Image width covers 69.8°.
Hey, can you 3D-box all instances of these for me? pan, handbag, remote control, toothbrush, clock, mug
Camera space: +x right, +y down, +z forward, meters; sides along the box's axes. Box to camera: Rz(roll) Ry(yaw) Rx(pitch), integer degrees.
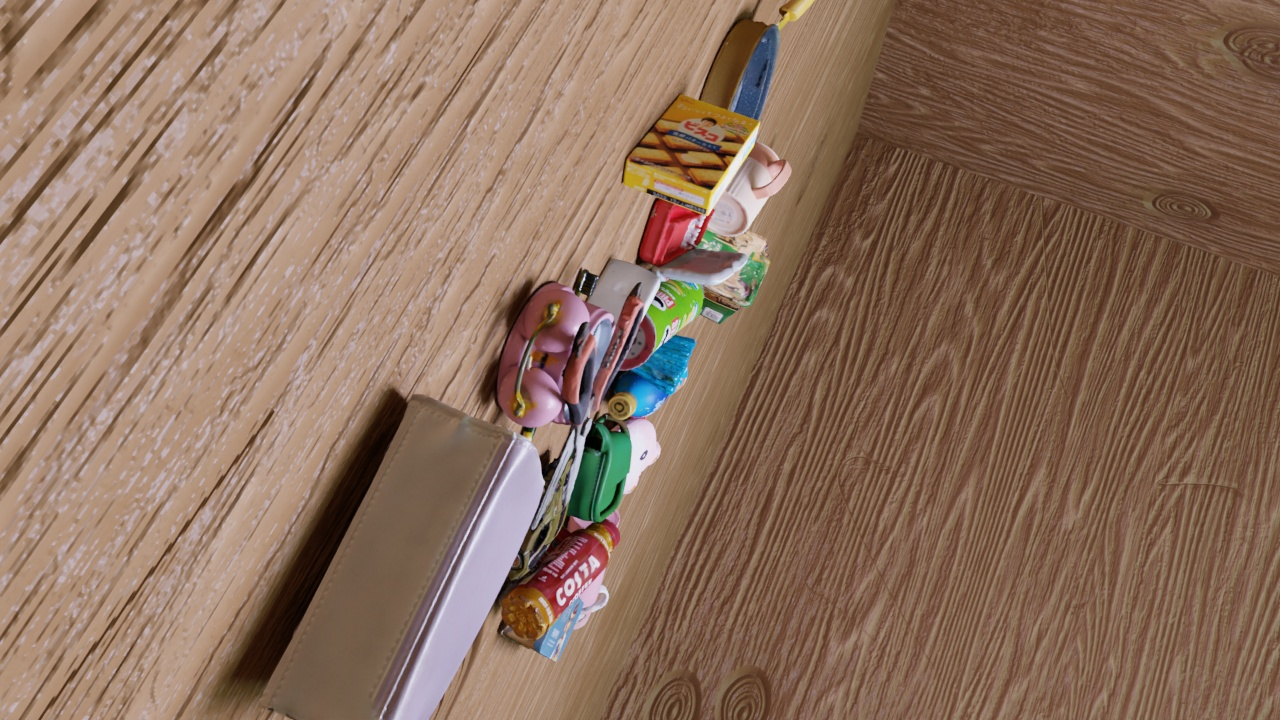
[{"bbox_3d":[0.157,-0.367,1.076,0.197,0.078,0.357,21,92,-79],"label":"pan"},{"bbox_3d":[-0.056,0.124,1.075,0.131,0.068,0.120,1,103,-77],"label":"handbag"},{"bbox_3d":[-0.111,0.245,1.055,0.020,0.056,0.135,-40,-172,38],"label":"remote control"},{"bbox_3d":[-0.077,0.005,0.842,0.012,0.017,0.186,-24,135,-78],"label":"toothbrush"},{"bbox_3d":[-0.071,-0.002,0.748,0.158,0.060,0.117,3,108,-76],"label":"clock"},{"bbox_3d":[-0.031,-0.036,0.882,0.019,0.056,0.134,91,24,-63],"label":"remote control"},{"bbox_3d":[-0.140,0.136,0.587,0.145,0.098,0.196,78,35,-68],"label":"handbag"},{"bbox_3d":[0.139,-0.226,1.192,0.082,0.115,0.105,54,51,-31],"label":"mug"}]

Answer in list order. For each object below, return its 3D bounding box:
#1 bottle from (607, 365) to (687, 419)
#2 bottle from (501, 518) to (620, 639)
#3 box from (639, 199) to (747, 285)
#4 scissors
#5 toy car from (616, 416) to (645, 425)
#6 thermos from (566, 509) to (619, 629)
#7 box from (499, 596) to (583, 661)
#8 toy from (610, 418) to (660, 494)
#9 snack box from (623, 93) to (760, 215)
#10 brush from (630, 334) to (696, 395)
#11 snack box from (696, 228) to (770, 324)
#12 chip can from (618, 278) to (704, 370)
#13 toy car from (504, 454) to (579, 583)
[{"bbox_3d":[0.006,0.035,1.176,0.218,0.065,0.065,-37,147,-69],"label":"bottle"},{"bbox_3d":[-0.083,0.237,1.023,0.174,0.057,0.058,-38,150,-51],"label":"bottle"},{"bbox_3d":[0.075,-0.138,1.075,0.201,0.102,0.095,-39,151,-69],"label":"box"},{"bbox_3d":[-0.043,0.035,0.758,0.188,0.015,0.223,-58,165,-46],"label":"scissors"},{"bbox_3d":[-0.007,0.071,1.279,0.049,0.031,0.106,100,14,-50],"label":"toy car"},{"bbox_3d":[-0.071,0.279,1.247,0.067,0.087,0.199,55,-39,47],"label":"thermos"},{"bbox_3d":[-0.120,0.317,1.138,0.184,0.062,0.089,85,29,-71],"label":"box"},{"bbox_3d":[-0.018,0.134,1.227,0.121,0.054,0.159,-53,157,1],"label":"toy"},{"bbox_3d":[0.051,-0.199,0.874,0.034,0.087,0.140,102,15,-44],"label":"snack box"},{"bbox_3d":[-0.006,0.006,1.034,0.061,0.109,0.314,-62,179,17],"label":"brush"},{"bbox_3d":[0.101,-0.114,1.252,0.117,0.118,0.106,-62,178,-27],"label":"snack box"},{"bbox_3d":[0.012,-0.052,1.024,0.235,0.072,0.072,-40,150,-69],"label":"chip can"},{"bbox_3d":[-0.106,0.170,0.976,0.158,0.042,0.070,-69,169,20],"label":"toy car"}]
